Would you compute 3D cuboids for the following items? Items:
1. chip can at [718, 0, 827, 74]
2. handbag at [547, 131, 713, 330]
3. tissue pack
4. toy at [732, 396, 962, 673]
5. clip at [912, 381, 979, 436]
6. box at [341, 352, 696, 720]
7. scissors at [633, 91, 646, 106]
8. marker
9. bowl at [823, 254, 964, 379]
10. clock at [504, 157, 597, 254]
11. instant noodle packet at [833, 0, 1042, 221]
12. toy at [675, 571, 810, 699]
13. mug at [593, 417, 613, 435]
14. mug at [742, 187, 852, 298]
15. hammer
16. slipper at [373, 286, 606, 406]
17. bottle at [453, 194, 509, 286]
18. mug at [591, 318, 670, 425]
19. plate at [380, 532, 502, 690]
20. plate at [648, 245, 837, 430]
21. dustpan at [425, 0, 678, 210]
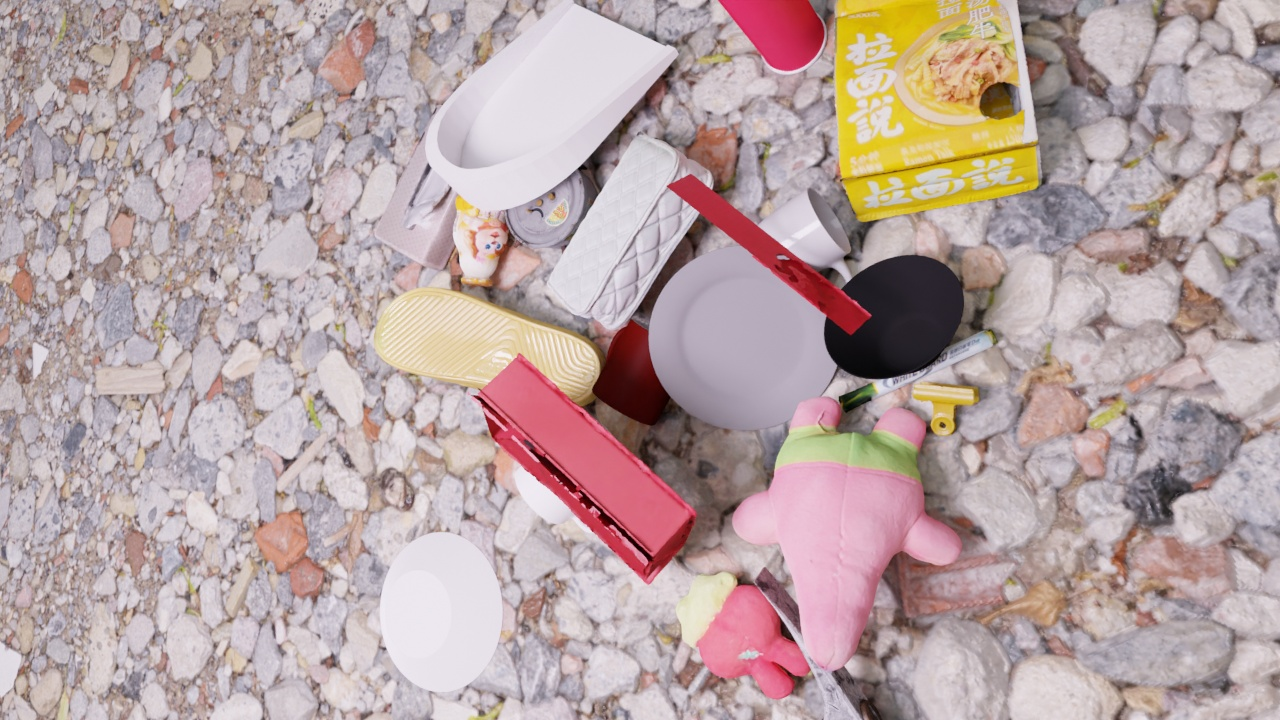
[{"bbox_3d":[0.105,-0.339,0.832,0.069,0.220,0.069,-5,79,27],"label":"chip can"},{"bbox_3d":[-0.011,-0.129,0.934,0.195,0.072,0.139,-56,32,9],"label":"handbag"},{"bbox_3d":[-0.240,-0.206,1.084,0.104,0.071,0.181,30,93,29],"label":"tissue pack"},{"bbox_3d":[0.171,0.143,0.770,0.192,0.097,0.236,7,58,13],"label":"toy"},{"bbox_3d":[0.266,0.039,0.801,0.054,0.046,0.048,5,50,28],"label":"clip"},{"bbox_3d":[-0.120,0.188,0.849,0.213,0.148,0.375,42,107,12],"label":"box"},{"bbox_3d":[-0.074,-0.289,1.011,0.171,0.013,0.175,-21,56,17],"label":"scissors"},{"bbox_3d":[0.245,0.009,0.818,0.147,0.017,0.017,-28,70,21],"label":"marker"},{"bbox_3d":[0.229,-0.026,0.804,0.124,0.052,0.123,-22,49,27],"label":"bowl"},{"bbox_3d":[-0.092,-0.184,1.006,0.104,0.056,0.148,25,96,29],"label":"clock"},{"bbox_3d":[0.259,-0.254,0.826,0.163,0.084,0.221,-8,71,25],"label":"instant noodle packet"},{"bbox_3d":[0.094,0.251,0.842,0.135,0.045,0.092,31,101,24],"label":"toy"},{"bbox_3d":[-0.058,0.124,0.936,0.091,0.073,0.110,-43,91,15],"label":"mug"},{"bbox_3d":[0.150,-0.093,0.865,0.090,0.071,0.107,-32,96,27],"label":"mug"},{"bbox_3d":[0.062,0.342,0.824,0.301,0.037,0.217,-36,85,24],"label":"hammer"},{"bbox_3d":[-0.159,-0.013,1.005,0.263,0.078,0.099,16,89,12],"label":"slipper"},{"bbox_3d":[-0.181,-0.139,1.042,0.063,0.063,0.108,6,92,28],"label":"bottle"},{"bbox_3d":[-0.005,0.005,0.926,0.106,0.073,0.082,38,100,52],"label":"mug"},{"bbox_3d":[-0.235,0.279,1.016,0.174,0.036,0.174,-5,80,27],"label":"plate"},{"bbox_3d":[0.097,-0.020,0.860,0.178,0.012,0.178,2,107,6],"label":"plate"},{"bbox_3d":[-0.116,-0.281,0.985,0.257,0.053,0.191,-49,54,-3],"label":"dustpan"}]
